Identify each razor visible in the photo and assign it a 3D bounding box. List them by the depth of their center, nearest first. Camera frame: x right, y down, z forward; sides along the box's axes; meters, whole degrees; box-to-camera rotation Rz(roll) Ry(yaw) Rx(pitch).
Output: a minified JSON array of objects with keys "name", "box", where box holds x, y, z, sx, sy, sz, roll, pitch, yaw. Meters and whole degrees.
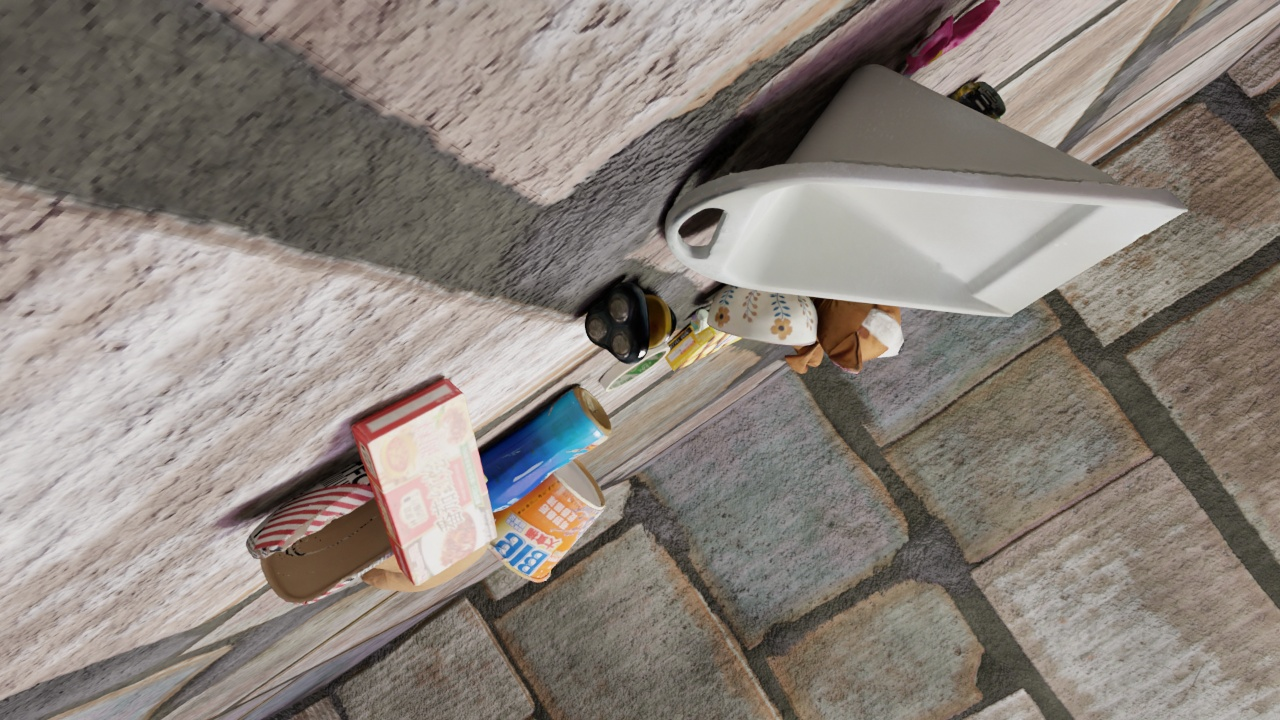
[{"name":"razor","box":[0.000,-0.031,0.758,0.068,0.062,0.167,-5,-178,11]}]

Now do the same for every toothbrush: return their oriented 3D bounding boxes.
[{"name":"toothbrush","box":[0.124,-0.074,1.043,0.189,0.020,0.029,-28,137,-39]}]

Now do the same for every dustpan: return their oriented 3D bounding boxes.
[{"name":"dustpan","box":[0.159,-0.075,0.619,0.142,0.258,0.223,-56,176,-14]}]

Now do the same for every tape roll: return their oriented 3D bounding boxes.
[{"name":"tape roll","box":[-0.006,0.006,1.020,0.085,0.014,0.086,-33,171,-6]}]

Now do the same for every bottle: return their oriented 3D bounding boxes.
[{"name":"bottle","box":[-0.133,0.111,0.970,0.219,0.065,0.065,-35,171,12]}]

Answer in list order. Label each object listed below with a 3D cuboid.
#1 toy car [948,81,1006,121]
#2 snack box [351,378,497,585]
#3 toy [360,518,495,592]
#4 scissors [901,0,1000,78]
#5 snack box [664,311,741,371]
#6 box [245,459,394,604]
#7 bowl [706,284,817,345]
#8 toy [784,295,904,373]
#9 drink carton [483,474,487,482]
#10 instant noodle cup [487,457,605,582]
[{"name":"toy car","box":[0.269,-0.202,0.792,0.091,0.043,0.036,-32,172,-5]},{"name":"snack box","box":[-0.152,0.091,0.663,0.075,0.025,0.153,-29,135,-28]},{"name":"toy","box":[-0.215,0.188,0.927,0.143,0.082,0.226,-12,153,-8]},{"name":"scissors","box":[0.190,-0.201,0.625,0.113,0.017,0.134,-36,176,-13]},{"name":"snack box","box":[0.098,-0.039,1.090,0.140,0.033,0.087,-27,169,-45]},{"name":"box","box":[-0.206,0.119,0.691,0.162,0.088,0.076,-34,-156,-26]},{"name":"bowl","box":[0.129,-0.058,0.939,0.113,0.113,0.062,-18,120,-60]},{"name":"toy","box":[0.224,-0.043,1.000,0.140,0.130,0.200,-62,-170,-3]},{"name":"drink carton","box":[-0.191,0.107,0.783,0.046,0.053,0.122,-40,170,33]},{"name":"instant noodle cup","box":[-0.120,0.163,1.063,0.111,0.151,0.151,-43,170,7]}]
